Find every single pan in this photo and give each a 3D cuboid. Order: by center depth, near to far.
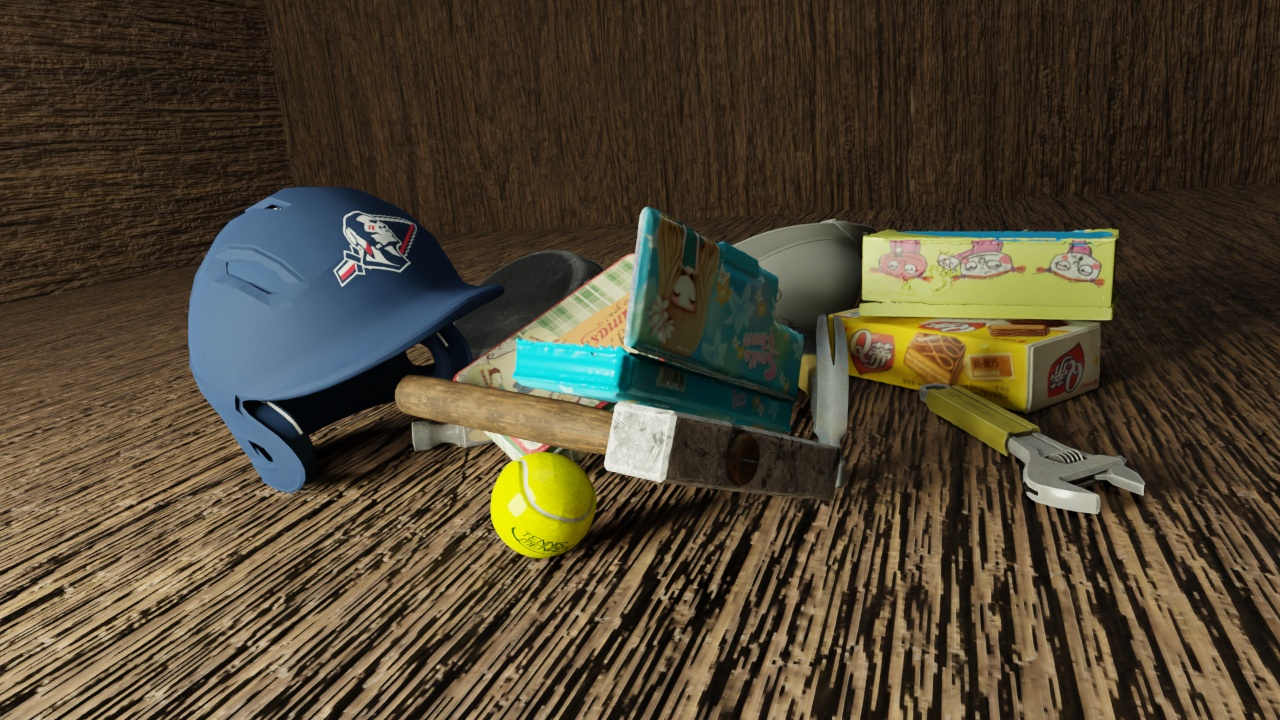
[{"bbox_3d":[-0.041,-0.052,0.880,0.358,0.055,0.186,-8,43,29],"label":"pan"}]

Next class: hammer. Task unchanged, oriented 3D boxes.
[{"bbox_3d":[-0.034,0.046,0.626,0.301,0.037,0.217,7,-5,38],"label":"hammer"},{"bbox_3d":[0.145,0.007,0.793,0.025,0.118,0.332,2,9,4],"label":"hammer"},{"bbox_3d":[-0.166,0.026,0.961,0.119,0.031,0.331,-6,14,-8],"label":"hammer"}]

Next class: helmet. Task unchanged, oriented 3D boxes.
[{"bbox_3d":[-0.242,-0.035,0.758,0.273,0.223,0.231,-4,21,32],"label":"helmet"},{"bbox_3d":[0.186,-0.069,1.067,0.270,0.117,0.184,-6,-20,-38],"label":"helmet"}]

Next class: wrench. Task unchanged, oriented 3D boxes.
[{"bbox_3d":[0.275,0.056,0.694,0.083,0.018,0.273,-7,14,-8],"label":"wrench"}]

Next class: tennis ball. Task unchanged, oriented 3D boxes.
[{"bbox_3d":[-0.061,0.091,0.578,0.065,0.065,0.065,-5,14,1],"label":"tennis ball"}]

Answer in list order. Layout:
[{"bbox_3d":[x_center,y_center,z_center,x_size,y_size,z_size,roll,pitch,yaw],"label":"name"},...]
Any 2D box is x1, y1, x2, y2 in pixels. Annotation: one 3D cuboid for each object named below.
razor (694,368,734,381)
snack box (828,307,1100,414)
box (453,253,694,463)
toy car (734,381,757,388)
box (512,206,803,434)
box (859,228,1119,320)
[{"bbox_3d":[0.046,0.013,0.894,0.060,0.057,0.156,35,-2,-22],"label":"razor"},{"bbox_3d":[0.297,-0.011,0.871,0.109,0.062,0.230,-13,16,-32],"label":"snack box"},{"bbox_3d":[-0.041,0.000,0.748,0.205,0.049,0.117,-35,59,-23],"label":"box"},{"bbox_3d":[0.094,0.011,0.927,0.049,0.030,0.107,-9,16,-10],"label":"toy car"},{"bbox_3d":[0.028,-0.021,0.651,0.098,0.121,0.226,8,-5,38],"label":"box"},{"bbox_3d":[0.332,-0.083,0.870,0.221,0.081,0.124,5,14,26],"label":"box"}]
